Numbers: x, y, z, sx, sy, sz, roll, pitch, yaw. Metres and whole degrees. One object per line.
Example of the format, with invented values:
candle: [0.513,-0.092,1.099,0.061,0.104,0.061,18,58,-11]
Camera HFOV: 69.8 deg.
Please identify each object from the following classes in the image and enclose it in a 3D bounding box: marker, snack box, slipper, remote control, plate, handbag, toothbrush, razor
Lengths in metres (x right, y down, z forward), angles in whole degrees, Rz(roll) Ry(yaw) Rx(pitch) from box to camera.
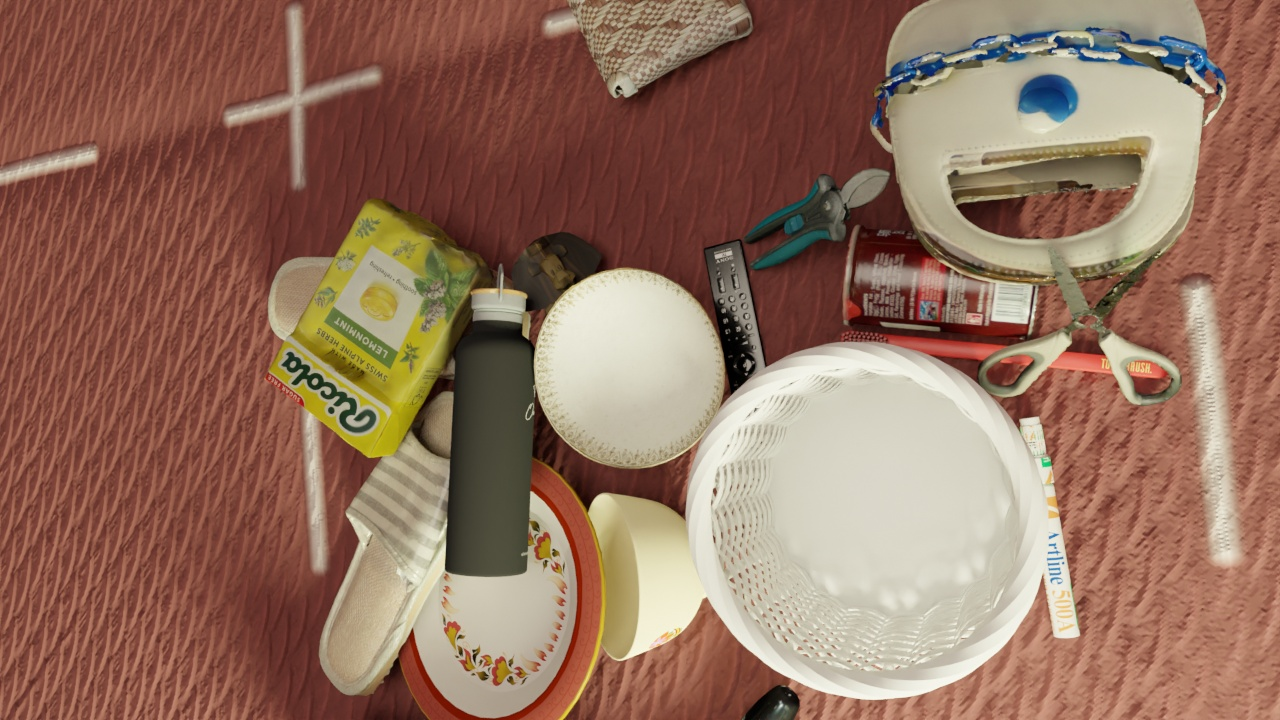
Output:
marker: [0.273,0.111,0.615,0.017,0.017,0.145,-10,84,19]
snack box: [0.203,-0.053,0.623,0.121,0.072,0.072,6,89,19]
slipper: [-0.220,-0.039,0.789,0.263,0.052,0.115,8,88,21]
remote control: [0.076,-0.022,0.700,0.030,0.009,0.140,-13,82,19]
plate: [-0.114,0.187,0.728,0.230,0.021,0.229,-10,74,35]
handbag: [0.248,-0.144,0.573,0.201,0.093,0.199,-5,67,18]
toothbrush: [0.245,-0.005,0.632,0.213,0.018,0.012,7,89,21]
razor: [0.065,0.293,0.662,0.064,0.053,0.140,30,96,12]
snack box: [-0.209,-0.029,0.734,0.121,0.045,0.181,34,98,15]
slipper: [-0.202,0.151,0.757,0.114,0.054,0.273,34,100,42]
handbag: [-0.002,-0.310,0.729,0.124,0.047,0.185,-26,78,9]

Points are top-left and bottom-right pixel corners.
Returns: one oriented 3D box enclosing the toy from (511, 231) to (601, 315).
toy: [-0.055,-0.052,0.729,0.076,0.062,0.100,-36,92,-7]

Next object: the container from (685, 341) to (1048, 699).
container: [0.145,0.090,0.573,0.189,0.186,0.189,-1,86,20]

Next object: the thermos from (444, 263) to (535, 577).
thermos: [-0.111,0.042,0.692,0.061,0.061,0.231,0,85,20]

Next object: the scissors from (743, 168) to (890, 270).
scissors: [0.120,-0.093,0.641,0.136,0.019,0.139,41,129,48]

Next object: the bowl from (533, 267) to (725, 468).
bowl: [-0.004,0.004,0.693,0.145,0.063,0.145,1,96,11]

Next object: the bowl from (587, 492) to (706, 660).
bowl: [0.011,0.154,0.674,0.074,0.118,0.118,-1,85,-22]

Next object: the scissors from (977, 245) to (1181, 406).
scissors: [0.277,-0.011,0.572,0.157,0.171,0.012,26,57,-16]
